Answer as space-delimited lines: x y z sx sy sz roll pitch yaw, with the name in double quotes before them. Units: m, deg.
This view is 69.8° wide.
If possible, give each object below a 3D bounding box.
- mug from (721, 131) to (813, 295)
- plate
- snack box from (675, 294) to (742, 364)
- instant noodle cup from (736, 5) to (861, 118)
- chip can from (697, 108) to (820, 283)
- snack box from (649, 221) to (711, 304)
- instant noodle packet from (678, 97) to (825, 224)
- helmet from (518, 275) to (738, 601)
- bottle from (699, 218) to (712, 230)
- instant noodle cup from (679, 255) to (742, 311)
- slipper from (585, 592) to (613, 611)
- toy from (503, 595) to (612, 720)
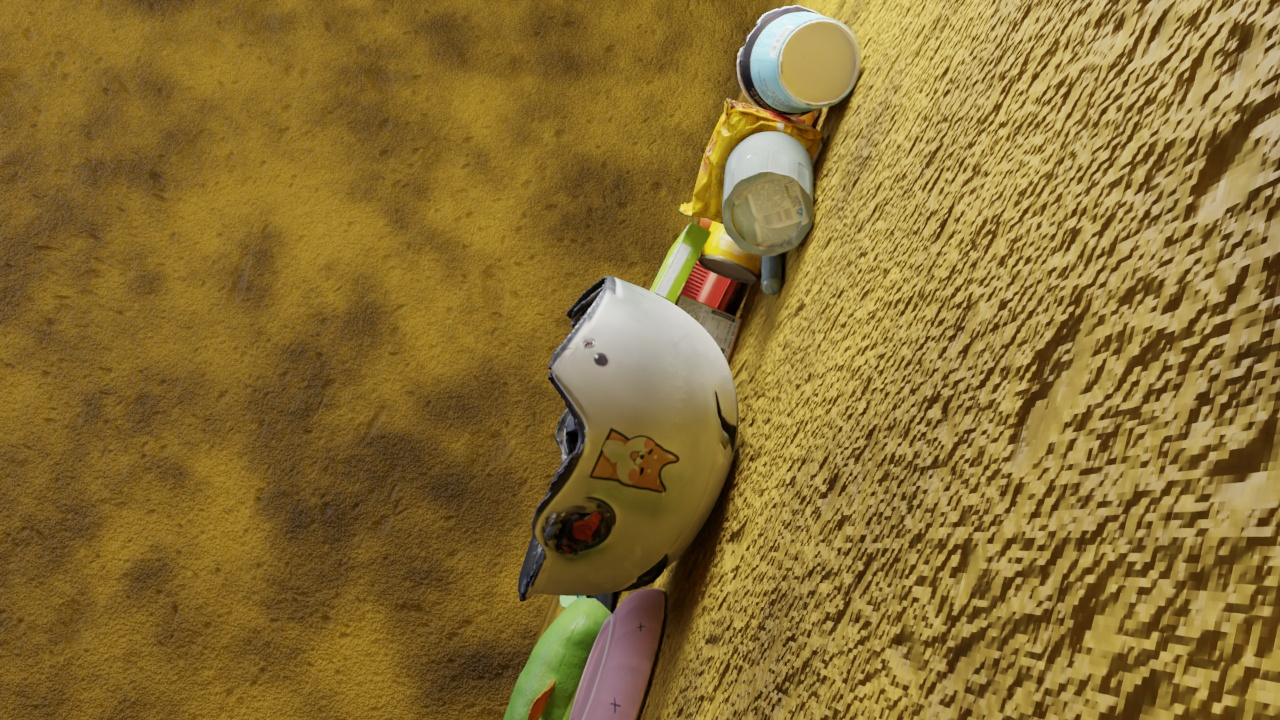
"mug" 0.118 -0.133 0.835 0.103 0.084 0.124 -76 -20 -58
"plate" -0.029 0.292 0.821 0.192 0.039 0.192 -164 95 -87
"snack box" 0.049 0.012 0.972 0.026 0.075 0.153 133 158 -72
"instant noodle cup" 0.159 -0.285 0.882 0.120 0.111 0.111 -106 35 -71
"chip can" 0.129 -0.194 0.994 0.072 0.072 0.213 133 158 -83
"snack box" 0.036 -0.095 0.998 0.085 0.026 0.156 -63 4 -6
"instant noodle packet" 0.109 -0.184 0.902 0.044 0.110 0.129 -97 25 -53
"helmet" -0.004 0.074 0.754 0.230 0.157 0.274 -92 12 -79
"bottle" 0.108 -0.158 1.316 0.066 0.067 0.150 -72 -3 -51
"instant noodle cup" 0.078 -0.090 1.146 0.188 0.079 0.165 -74 8 -73
"slipper" -0.068 0.244 1.191 0.110 0.083 0.268 -74 -8 -84
"toy" -0.096 0.376 1.030 0.227 0.090 0.246 43 -109 -81
